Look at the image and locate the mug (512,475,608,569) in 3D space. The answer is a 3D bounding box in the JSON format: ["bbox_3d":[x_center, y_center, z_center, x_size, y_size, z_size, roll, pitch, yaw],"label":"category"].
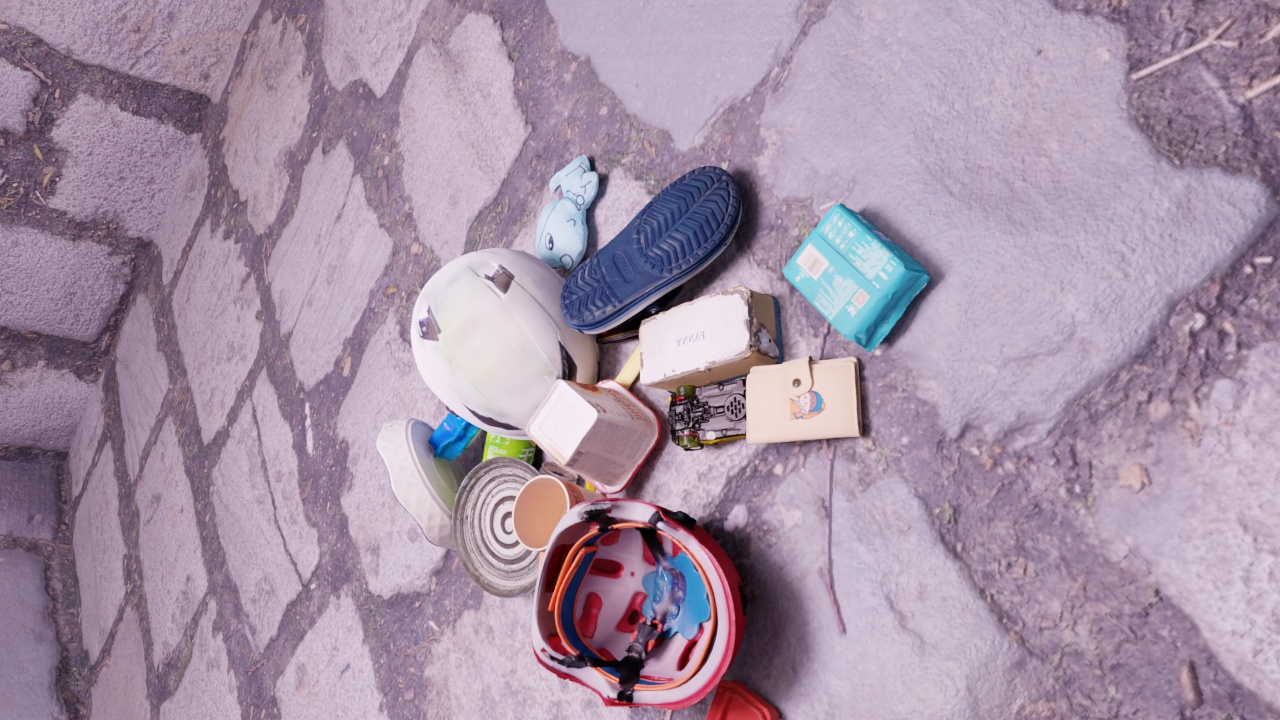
[{"bbox_3d":[-0.084,0.198,1.052,0.082,0.105,0.114,-8,68,33],"label":"mug"}]

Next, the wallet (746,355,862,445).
[{"bbox_3d":[0.161,0.038,0.918,0.115,0.024,0.087,-8,69,28],"label":"wallet"}]

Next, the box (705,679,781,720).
[{"bbox_3d":[0.095,0.435,0.893,0.161,0.058,0.201,28,101,62],"label":"box"}]

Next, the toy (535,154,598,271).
[{"bbox_3d":[-0.104,-0.194,1.257,0.156,0.049,0.161,-52,44,22],"label":"toy"}]

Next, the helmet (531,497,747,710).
[{"bbox_3d":[0.016,0.250,0.962,0.240,0.143,0.207,15,93,30],"label":"helmet"}]

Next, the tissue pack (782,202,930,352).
[{"bbox_3d":[0.210,-0.083,0.896,0.093,0.050,0.133,-54,48,21],"label":"tissue pack"}]

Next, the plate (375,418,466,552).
[{"bbox_3d":[-0.288,0.165,1.275,0.045,0.205,0.204,-30,55,4],"label":"plate"}]

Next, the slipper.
[{"bbox_3d":[0.021,-0.114,1.069,0.253,0.095,0.105,-38,66,8],"label":"slipper"}]

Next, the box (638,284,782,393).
[{"bbox_3d":[0.069,-0.018,1.025,0.185,0.062,0.089,-16,69,46],"label":"box"}]

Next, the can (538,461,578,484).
[{"bbox_3d":[-0.127,0.201,1.184,0.053,0.053,0.135,33,105,46],"label":"can"}]

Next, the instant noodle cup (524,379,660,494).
[{"bbox_3d":[-0.058,0.082,1.068,0.116,0.124,0.117,39,98,32],"label":"instant noodle cup"}]

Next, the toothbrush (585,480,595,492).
[{"bbox_3d":[-0.062,0.137,1.139,0.016,0.016,0.189,-7,67,26],"label":"toothbrush"}]

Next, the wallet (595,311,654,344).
[{"bbox_3d":[-0.013,-0.083,1.150,0.097,0.020,0.122,-8,67,45],"label":"wallet"}]

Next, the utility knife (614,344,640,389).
[{"bbox_3d":[-0.007,0.007,1.129,0.031,0.018,0.167,49,117,37],"label":"utility knife"}]

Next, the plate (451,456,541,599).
[{"bbox_3d":[-0.167,0.210,1.163,0.180,0.024,0.179,-2,87,32],"label":"plate"}]

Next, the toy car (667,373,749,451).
[{"bbox_3d":[0.095,0.056,0.990,0.156,0.041,0.071,-14,72,34],"label":"toy car"}]

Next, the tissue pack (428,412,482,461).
[{"bbox_3d":[-0.238,0.073,1.299,0.095,0.052,0.156,-48,9,27],"label":"tissue pack"}]

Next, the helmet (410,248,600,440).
[{"bbox_3d":[-0.174,-0.022,1.138,0.229,0.146,0.258,-33,85,5],"label":"helmet"}]

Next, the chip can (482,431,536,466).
[{"bbox_3d":[-0.181,0.146,1.241,0.073,0.072,0.221,6,84,47],"label":"chip can"}]
